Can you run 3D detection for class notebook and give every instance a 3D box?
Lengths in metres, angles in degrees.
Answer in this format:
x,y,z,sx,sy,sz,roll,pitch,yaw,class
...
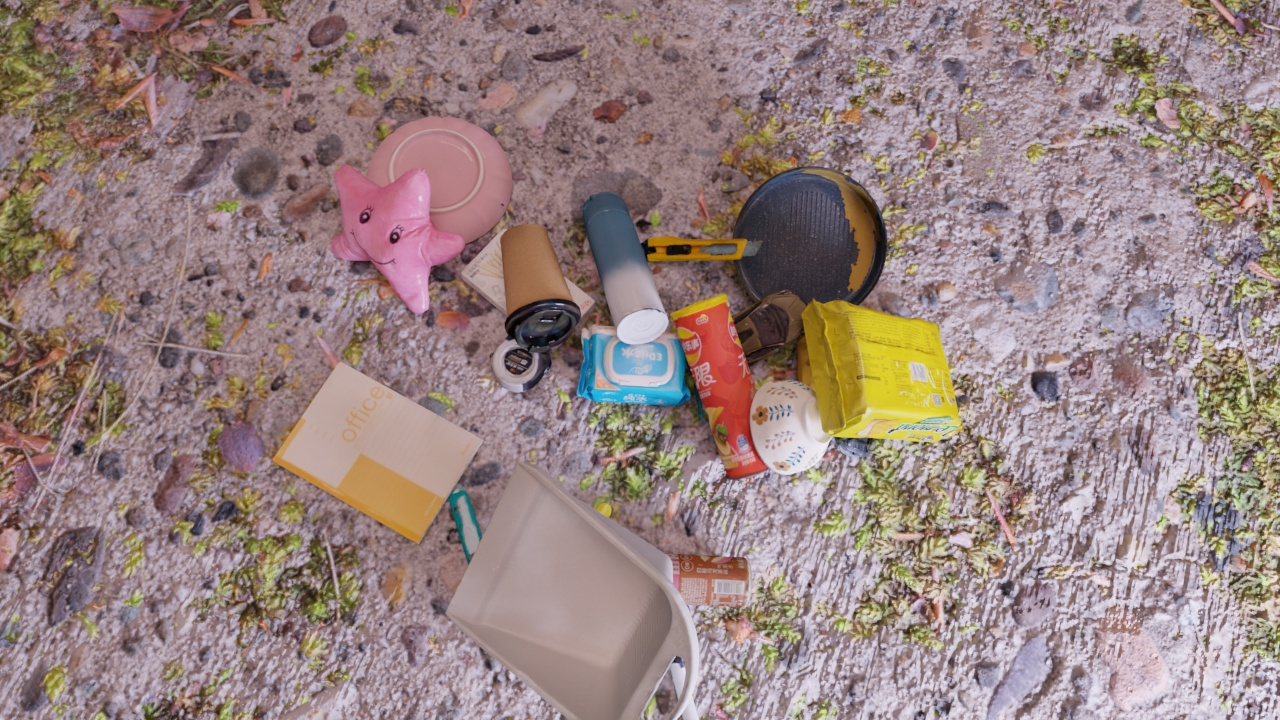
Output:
x,y,z,sx,sy,sz,roll,pitch,yaw,class
-0.315,0.108,1.103,0.206,0.010,0.145,28,73,7,notebook

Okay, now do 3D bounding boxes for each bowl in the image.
x,y,z,sx,sy,sz,roll,pitch,yaw,class
0.187,0.075,1.078,0.113,0.062,0.113,13,71,-40,bowl

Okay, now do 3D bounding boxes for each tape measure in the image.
x,y,z,sx,sy,sz,roll,pitch,yaw,class
-0.152,0.005,1.140,0.066,0.034,0.066,38,71,9,tape measure

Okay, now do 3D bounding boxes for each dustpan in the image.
x,y,z,sx,sy,sz,roll,pitch,yaw,class
-0.066,0.273,0.971,0.257,0.142,0.223,25,106,-5,dustpan

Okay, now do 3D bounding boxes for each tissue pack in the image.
x,y,z,sx,sy,sz,roll,pitch,yaw,class
-0.007,0.007,1.135,0.140,0.063,0.090,5,73,-4,tissue pack

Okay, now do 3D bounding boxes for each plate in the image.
x,y,z,sx,sy,sz,roll,pitch,yaw,class
-0.265,-0.241,1.202,0.192,0.039,0.192,1,73,-4,plate

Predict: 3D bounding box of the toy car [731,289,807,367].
x,y,z,sx,sy,sz,roll,pitch,yaw,class
0.136,-0.032,1.137,0.158,0.042,0.070,-31,82,25,toy car

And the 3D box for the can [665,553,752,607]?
x,y,z,sx,sy,sz,roll,pitch,yaw,class
0.052,0.255,1.067,0.147,0.058,0.057,4,73,-4,can

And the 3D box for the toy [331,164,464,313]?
x,y,z,sx,sy,sz,roll,pitch,yaw,class
-0.307,-0.170,1.130,0.194,0.074,0.179,37,119,7,toy

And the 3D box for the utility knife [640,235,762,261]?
x,y,z,sx,sy,sz,roll,pitch,yaw,class
0.073,-0.144,1.171,0.174,0.015,0.033,2,97,28,utility knife

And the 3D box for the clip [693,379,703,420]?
x,y,z,sx,sy,sz,roll,pitch,yaw,class
0.079,0.047,1.157,0.046,0.014,0.057,-7,73,-5,clip

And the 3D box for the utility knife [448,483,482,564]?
x,y,z,sx,sy,sz,roll,pitch,yaw,class
-0.198,0.218,1.081,0.029,0.013,0.160,-18,75,-10,utility knife

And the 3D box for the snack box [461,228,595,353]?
x,y,z,sx,sy,sz,roll,pitch,yaw,class
-0.143,-0.090,1.173,0.157,0.027,0.084,39,74,8,snack box

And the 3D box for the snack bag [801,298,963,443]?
x,y,z,sx,sy,sz,roll,pitch,yaw,class
0.299,0.014,1.103,0.246,0.068,0.158,6,69,-38,snack bag

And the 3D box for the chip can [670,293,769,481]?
x,y,z,sx,sy,sz,roll,pitch,yaw,class
0.102,0.032,1.103,0.073,0.073,0.216,-19,94,-10,chip can

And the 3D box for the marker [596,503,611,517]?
x,y,z,sx,sy,sz,roll,pitch,yaw,class
-0.069,0.225,1.090,0.018,0.015,0.124,28,76,5,marker

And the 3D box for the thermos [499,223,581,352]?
x,y,z,sx,sy,sz,roll,pitch,yaw,class
-0.129,-0.090,1.118,0.093,0.093,0.143,-12,66,-9,thermos

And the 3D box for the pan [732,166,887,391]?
x,y,z,sx,sy,sz,roll,pitch,yaw,class
0.213,-0.066,1.166,0.198,0.078,0.357,1,95,0,pan

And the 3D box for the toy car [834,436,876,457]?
x,y,z,sx,sy,sz,roll,pitch,yaw,class
0.275,0.062,1.153,0.054,0.037,0.120,19,78,-23,toy car

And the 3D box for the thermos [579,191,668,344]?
x,y,z,sx,sy,sz,roll,pitch,yaw,class
-0.023,-0.122,1.143,0.070,0.070,0.220,-11,53,-8,thermos

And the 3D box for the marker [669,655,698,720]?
x,y,z,sx,sy,sz,roll,pitch,yaw,class
0.050,0.378,1.048,0.018,0.023,0.130,-12,73,-14,marker
